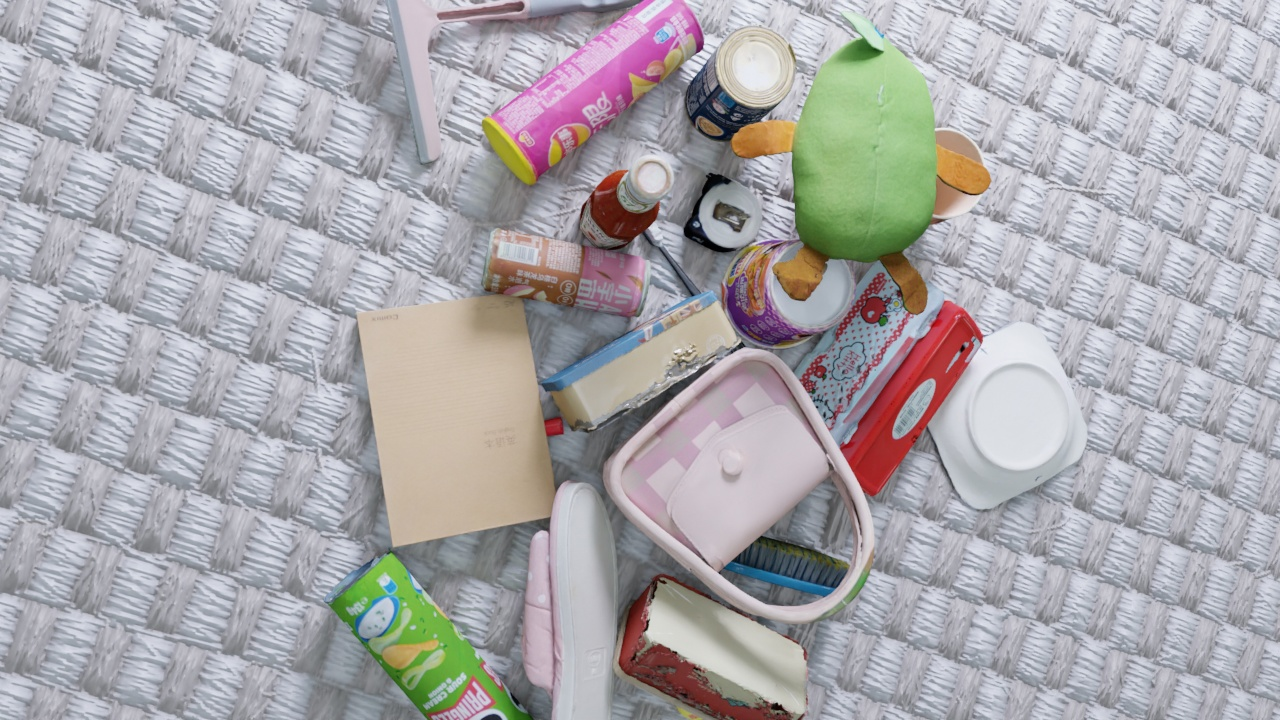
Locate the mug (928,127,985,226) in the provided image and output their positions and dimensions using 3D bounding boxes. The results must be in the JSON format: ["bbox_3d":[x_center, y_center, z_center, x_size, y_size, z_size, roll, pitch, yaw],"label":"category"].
[{"bbox_3d":[0.250,-0.159,0.871,0.114,0.106,0.081,-30,94,-10],"label":"mug"}]

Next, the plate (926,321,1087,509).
[{"bbox_3d":[0.373,0.055,0.927,0.164,0.034,0.163,-27,94,-9],"label":"plate"}]

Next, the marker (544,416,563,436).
[{"bbox_3d":[-0.142,0.071,0.838,0.145,0.017,0.017,-9,90,-10],"label":"marker"}]

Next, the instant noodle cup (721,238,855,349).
[{"bbox_3d":[0.142,-0.065,0.854,0.111,0.099,0.111,0,90,-11],"label":"instant noodle cup"}]

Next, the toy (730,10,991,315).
[{"bbox_3d":[0.189,-0.162,0.779,0.227,0.090,0.246,8,84,-8],"label":"toy"}]

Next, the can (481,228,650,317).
[{"bbox_3d":[-0.068,-0.079,0.834,0.147,0.058,0.058,10,87,-10],"label":"can"}]

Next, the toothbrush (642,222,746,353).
[{"bbox_3d":[0.058,-0.060,0.880,0.015,0.018,0.181,-39,97,-17],"label":"toothbrush"}]

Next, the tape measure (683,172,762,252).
[{"bbox_3d":[0.082,-0.137,0.876,0.066,0.033,0.065,23,86,-9],"label":"tape measure"}]

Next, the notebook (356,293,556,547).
[{"bbox_3d":[-0.163,0.048,0.824,0.149,0.012,0.211,-9,83,-12],"label":"notebook"}]

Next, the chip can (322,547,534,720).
[{"bbox_3d":[-0.173,0.274,0.800,0.072,0.072,0.236,-40,95,-9],"label":"chip can"}]

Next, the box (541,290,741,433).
[{"bbox_3d":[-0.005,0.005,0.826,0.184,0.090,0.060,-29,95,-17],"label":"box"}]

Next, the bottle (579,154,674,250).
[{"bbox_3d":[-0.011,-0.133,0.771,0.059,0.206,0.060,0,90,-11],"label":"bottle"}]

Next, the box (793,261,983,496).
[{"bbox_3d":[0.226,0.016,0.892,0.118,0.098,0.201,36,89,-43],"label":"box"}]

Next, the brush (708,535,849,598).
[{"bbox_3d":[0.127,0.206,0.866,0.144,0.055,0.073,16,85,-10],"label":"brush"}]

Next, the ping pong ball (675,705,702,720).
[{"bbox_3d":[0.052,0.315,0.857,0.040,0.040,0.040,0,89,-11],"label":"ping pong ball"}]

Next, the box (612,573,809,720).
[{"bbox_3d":[0.069,0.266,0.824,0.168,0.091,0.076,29,124,-9],"label":"box"}]

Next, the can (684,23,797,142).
[{"bbox_3d":[0.090,-0.252,0.840,0.075,0.111,0.075,0,88,-11],"label":"can"}]

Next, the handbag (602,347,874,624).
[{"bbox_3d":[0.101,0.124,0.813,0.193,0.093,0.234,-40,77,-7],"label":"handbag"}]

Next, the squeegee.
[{"bbox_3d":[-0.108,-0.325,0.843,0.249,0.040,0.248,-13,107,-16],"label":"squeegee"}]

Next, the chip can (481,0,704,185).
[{"bbox_3d":[-0.041,-0.251,0.837,0.210,0.071,0.071,-40,96,-10],"label":"chip can"}]

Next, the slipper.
[{"bbox_3d":[-0.065,0.243,0.808,0.054,0.114,0.274,-3,85,23],"label":"slipper"}]
